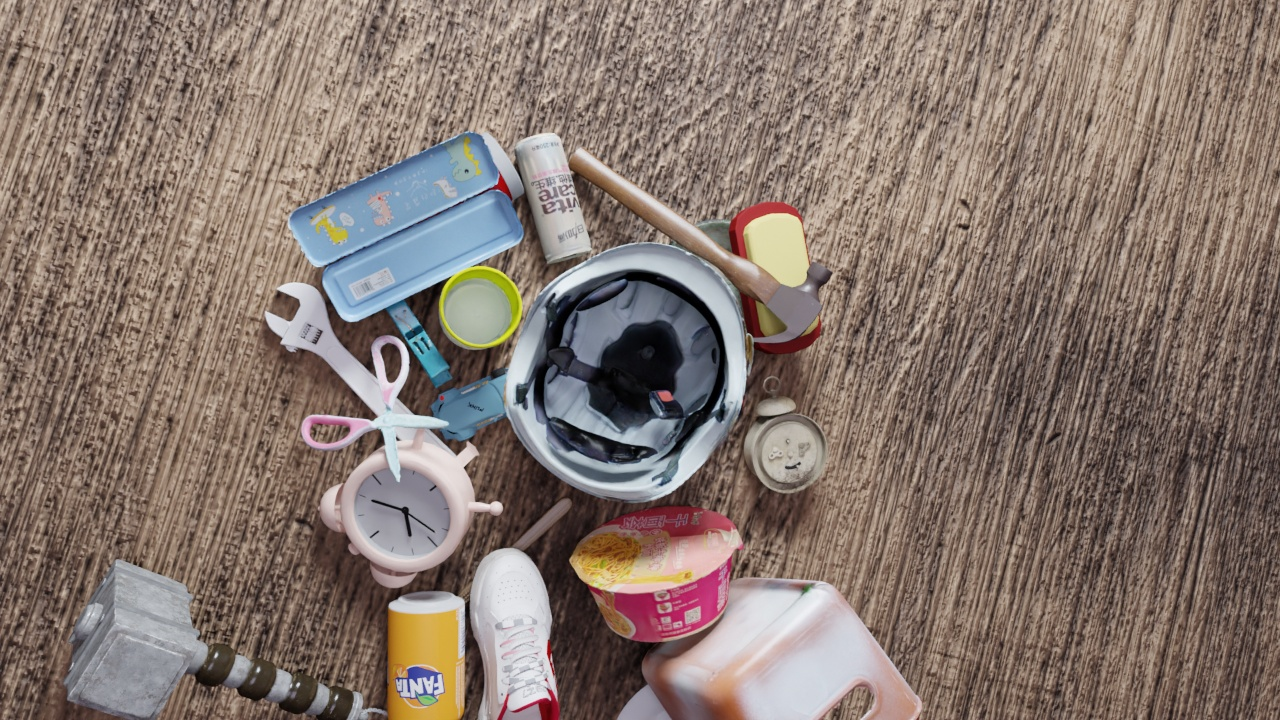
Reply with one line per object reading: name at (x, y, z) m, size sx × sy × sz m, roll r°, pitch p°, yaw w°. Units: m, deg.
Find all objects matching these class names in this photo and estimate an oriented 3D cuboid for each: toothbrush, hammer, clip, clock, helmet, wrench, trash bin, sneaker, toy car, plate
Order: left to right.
hammer at (-0.389, 0.313, 0.910) m, size 0.326 × 0.177 × 0.079 m, roll 34°, pitch 81°, yaw -29°
wrench at (-0.294, 0.027, 0.986) m, size 0.066 × 0.018 × 0.273 m, roll -44°, pitch 100°, yaw -11°
clock at (-0.242, 0.150, 0.966) m, size 0.160 × 0.086 × 0.131 m, roll -39°, pitch 98°, yaw 7°
clip at (-0.243, -0.026, 0.989) m, size 0.027 × 0.104 × 0.120 m, roll -33°, pitch 89°, yaw -15°
toy car at (-0.173, 0.047, 1.008) m, size 0.107 × 0.027 × 0.060 m, roll -24°, pitch 94°, yaw -12°
toothbrush at (-0.140, 0.211, 1.020) m, size 0.166 × 0.016 × 0.016 m, roll -42°, pitch 99°, yaw -11°
sneaker at (-0.125, 0.323, 0.969) m, size 0.090 × 0.104 × 0.236 m, roll 1°, pitch 89°, yaw -24°
helmet at (-0.006, 0.006, 0.969) m, size 0.236 × 0.163 × 0.264 m, roll 27°, pitch 98°, yaw 1°
plate at (0.056, 0.456, 1.060) m, size 0.188 × 0.016 × 0.188 m, roll 0°, pitch 89°, yaw -13°
hammer at (0.055, -0.133, 1.009) m, size 0.323 × 0.033 × 0.115 m, roll 36°, pitch 98°, yaw 8°
trash bin at (0.130, 0.331, 0.947) m, size 0.181 × 0.260 × 0.157 m, roll -35°, pitch 91°, yaw -20°
clock at (0.162, 0.086, 1.073) m, size 0.093 × 0.054 × 0.141 m, roll -14°, pitch 99°, yaw -13°

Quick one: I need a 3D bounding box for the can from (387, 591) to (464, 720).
can at (-0.225, 0.320, 0.965) m, size 0.079 × 0.079 × 0.142 m, roll 0°, pitch 89°, yaw -13°

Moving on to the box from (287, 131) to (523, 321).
box at (-0.230, -0.135, 0.921) m, size 0.208 × 0.021 × 0.125 m, roll -28°, pitch 113°, yaw -11°

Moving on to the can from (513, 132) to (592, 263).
can at (-0.097, -0.179, 1.016) m, size 0.054 × 0.054 × 0.135 m, roll -17°, pitch 92°, yaw -13°

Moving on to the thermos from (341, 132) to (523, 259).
thermos at (-0.233, -0.166, 0.976) m, size 0.198 × 0.084 × 0.108 m, roll -34°, pitch 64°, yaw -9°

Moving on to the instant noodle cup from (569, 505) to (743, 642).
instant noodle cup at (0.022, 0.232, 0.987) m, size 0.178 × 0.178 × 0.078 m, roll -15°, pitch 108°, yaw -13°

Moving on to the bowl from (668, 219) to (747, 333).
bowl at (0.089, -0.083, 1.066) m, size 0.157 × 0.038 × 0.157 m, roll 0°, pitch 89°, yaw -13°

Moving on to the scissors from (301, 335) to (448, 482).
scissors at (-0.267, 0.044, 0.939) m, size 0.171 × 0.014 × 0.173 m, roll 1°, pitch 65°, yaw 21°

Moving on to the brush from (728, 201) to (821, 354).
brush at (0.156, -0.094, 1.038) m, size 0.082 × 0.042 × 0.173 m, roll -11°, pitch 92°, yaw -13°

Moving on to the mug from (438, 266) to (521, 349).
mug at (-0.171, -0.052, 0.970) m, size 0.082 × 0.106 × 0.082 m, roll 0°, pitch 89°, yaw -13°
